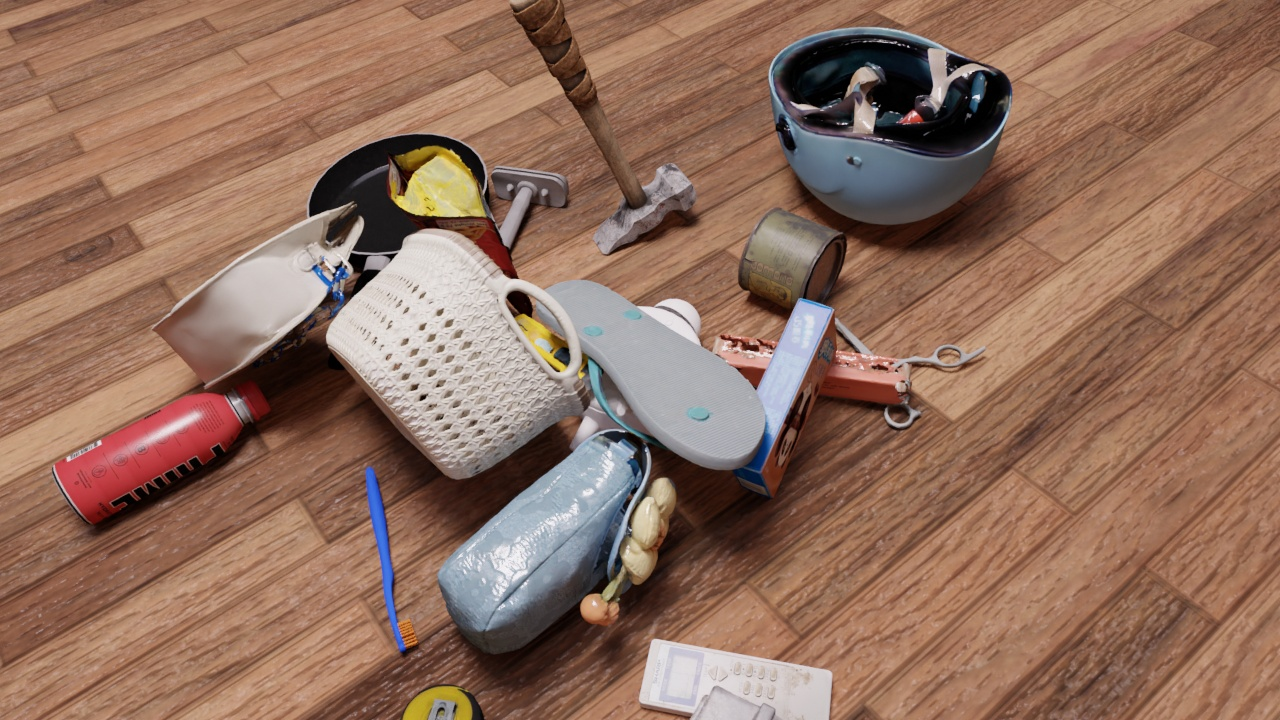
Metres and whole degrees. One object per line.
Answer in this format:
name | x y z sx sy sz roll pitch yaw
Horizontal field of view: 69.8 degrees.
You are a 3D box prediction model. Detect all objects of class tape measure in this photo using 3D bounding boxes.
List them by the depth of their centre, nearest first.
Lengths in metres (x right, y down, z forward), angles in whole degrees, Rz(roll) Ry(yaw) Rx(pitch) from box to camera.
tape measure | -0.142 0.262 0.652 0.062 0.034 0.061 3 47 6

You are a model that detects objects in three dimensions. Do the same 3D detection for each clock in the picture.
clock | -0.005 0.005 0.838 0.125 0.073 0.160 -1 50 10

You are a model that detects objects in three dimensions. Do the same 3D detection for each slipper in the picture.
slipper | 0.008 0.012 0.761 0.098 0.055 0.269 -21 44 -27

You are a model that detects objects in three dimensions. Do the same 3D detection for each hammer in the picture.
hammer | 0.047 0.365 0.515 0.177 0.080 0.325 22 54 22
hammer | -0.043 -0.232 0.900 0.121 0.319 0.049 -33 52 0

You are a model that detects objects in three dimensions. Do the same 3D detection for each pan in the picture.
pan | -0.276 -0.122 0.995 0.204 0.044 0.354 0 52 6

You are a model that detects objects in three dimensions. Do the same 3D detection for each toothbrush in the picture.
toothbrush | -0.209 0.159 0.761 0.018 0.016 0.182 -13 49 -14

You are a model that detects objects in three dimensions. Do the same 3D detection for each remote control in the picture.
remote control | 0.070 0.240 0.671 0.136 0.011 0.050 7 49 11

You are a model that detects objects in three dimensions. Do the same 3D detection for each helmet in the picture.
helmet | 0.251 -0.249 0.987 0.225 0.167 0.265 -22 52 -18

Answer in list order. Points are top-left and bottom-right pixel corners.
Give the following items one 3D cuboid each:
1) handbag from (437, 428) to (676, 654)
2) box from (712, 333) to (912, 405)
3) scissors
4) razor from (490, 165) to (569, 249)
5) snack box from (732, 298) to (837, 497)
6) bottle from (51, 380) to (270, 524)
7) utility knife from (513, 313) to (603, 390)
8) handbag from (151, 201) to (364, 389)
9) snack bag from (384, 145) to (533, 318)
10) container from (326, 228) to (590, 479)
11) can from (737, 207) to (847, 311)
handbag | -0.052 0.147 0.694 0.118 0.122 0.191 41 62 21
box | 0.156 0.003 0.846 0.187 0.059 0.056 9 26 16
scissors | 0.241 0.003 0.867 0.175 0.014 0.141 -11 51 -2
razor | -0.140 -0.163 1.029 0.088 0.047 0.116 10 58 13
snack box | 0.121 0.033 0.768 0.034 0.087 0.151 21 75 21
bottle | -0.421 0.074 0.822 0.176 0.062 0.062 -32 54 -22
utility knife | -0.083 -0.011 0.836 0.030 0.017 0.151 -39 39 -18
handbag | -0.332 -0.064 0.854 0.201 0.093 0.199 -20 24 43
snack bag | -0.162 -0.119 0.860 0.139 0.208 0.066 37 80 12
container | -0.159 -0.006 0.769 0.142 0.184 0.246 -42 22 -16
can | 0.152 -0.097 0.912 0.075 0.090 0.089 28 56 25
